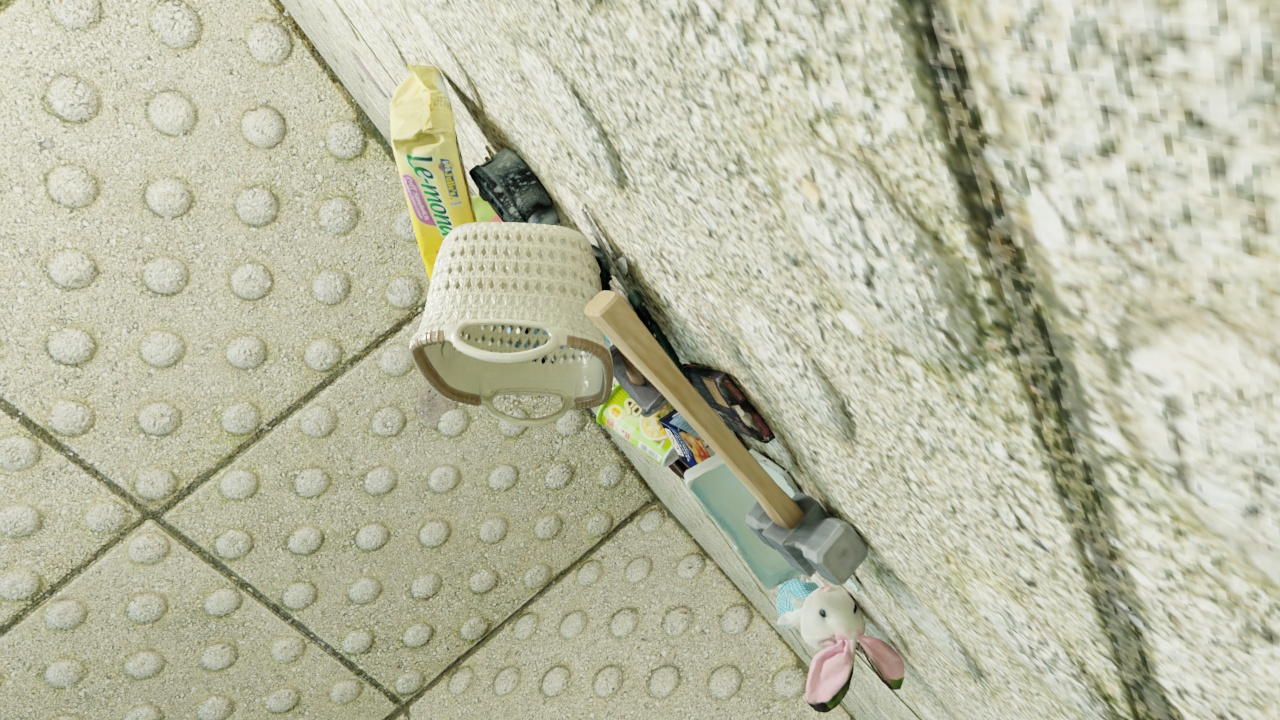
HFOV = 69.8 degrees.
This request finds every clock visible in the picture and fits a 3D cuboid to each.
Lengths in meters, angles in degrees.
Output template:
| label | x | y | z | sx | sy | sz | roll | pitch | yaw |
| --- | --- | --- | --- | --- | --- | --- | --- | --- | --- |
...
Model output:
| label | x | y | z | sx | sy | sz | roll | pitch | yaw |
| --- | --- | --- | --- | --- | --- | --- | --- | --- | --- |
| clock | -0.126 | -0.163 | 0.959 | 0.129 | 0.052 | 0.090 | 53 | 173 | -8 |

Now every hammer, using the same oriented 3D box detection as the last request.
| label | x | y | z | sx | sy | sz | roll | pitch | yaw |
| --- | --- | --- | --- | --- | --- | --- | --- | --- | --- |
| hammer | -0.006 | 0.006 | 1.002 | 0.098 | 0.052 | 0.328 | 50 | 177 | 6 |
| hammer | 0.067 | 0.065 | 0.768 | 0.323 | 0.051 | 0.117 | 49 | 167 | -24 |

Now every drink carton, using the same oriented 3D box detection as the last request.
| label | x | y | z | sx | sy | sz | roll | pitch | yaw |
| --- | --- | --- | --- | --- | --- | --- | --- | --- | --- |
| drink carton | 0.070 | 0.090 | 1.014 | 0.064 | 0.040 | 0.130 | 61 | 167 | -15 |

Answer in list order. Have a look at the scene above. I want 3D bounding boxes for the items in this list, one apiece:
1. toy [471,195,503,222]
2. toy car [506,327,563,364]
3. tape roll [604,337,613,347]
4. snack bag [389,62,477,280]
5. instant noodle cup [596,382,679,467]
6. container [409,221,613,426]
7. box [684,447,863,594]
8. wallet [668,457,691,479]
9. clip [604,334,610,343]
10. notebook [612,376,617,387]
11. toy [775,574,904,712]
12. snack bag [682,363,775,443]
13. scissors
| label | x | y | z | sx | sy | sz | roll | pitch | yaw |
| --- | --- | --- | --- | --- | --- | --- | --- | --- | --- |
| toy | -0.207 | -0.164 | 1.349 | 0.236 | 0.097 | 0.192 | 45 | -177 | -16 |
| toy car | -0.093 | -0.045 | 1.070 | 0.056 | 0.154 | 0.054 | 45 | -145 | -30 |
| tape roll | -0.046 | -0.031 | 1.209 | 0.093 | 0.016 | 0.091 | 46 | 159 | 21 |
| snack bag | -0.216 | -0.177 | 0.996 | 0.159 | 0.068 | 0.248 | -113 | 12 | -49 |
| instant noodle cup | 0.014 | 0.079 | 1.196 | 0.108 | 0.099 | 0.099 | 41 | 171 | 18 |
| container | -0.116 | -0.031 | 0.891 | 0.246 | 0.184 | 0.142 | 100 | 173 | -73 |
| box | 0.139 | 0.174 | 0.949 | 0.126 | 0.075 | 0.197 | 10 | 144 | 51 |
| wallet | 0.042 | 0.140 | 1.349 | 0.120 | 0.031 | 0.099 | 45 | 175 | -8 |
| clip | -0.031 | -0.002 | 1.327 | 0.113 | 0.028 | 0.127 | 56 | 171 | -25 |
| notebook | 0.024 | 0.089 | 1.349 | 0.209 | 0.022 | 0.171 | 43 | 176 | 27 |
| toy | 0.222 | 0.300 | 1.095 | 0.205 | 0.131 | 0.106 | -124 | 30 | -60 |
| snack bag | 0.075 | 0.038 | 0.848 | 0.074 | 0.018 | 0.155 | 52 | 173 | -9 |
| scissors | -0.021 | -0.070 | 0.895 | 0.202 | 0.015 | 0.204 | 62 | 171 | -26 |
